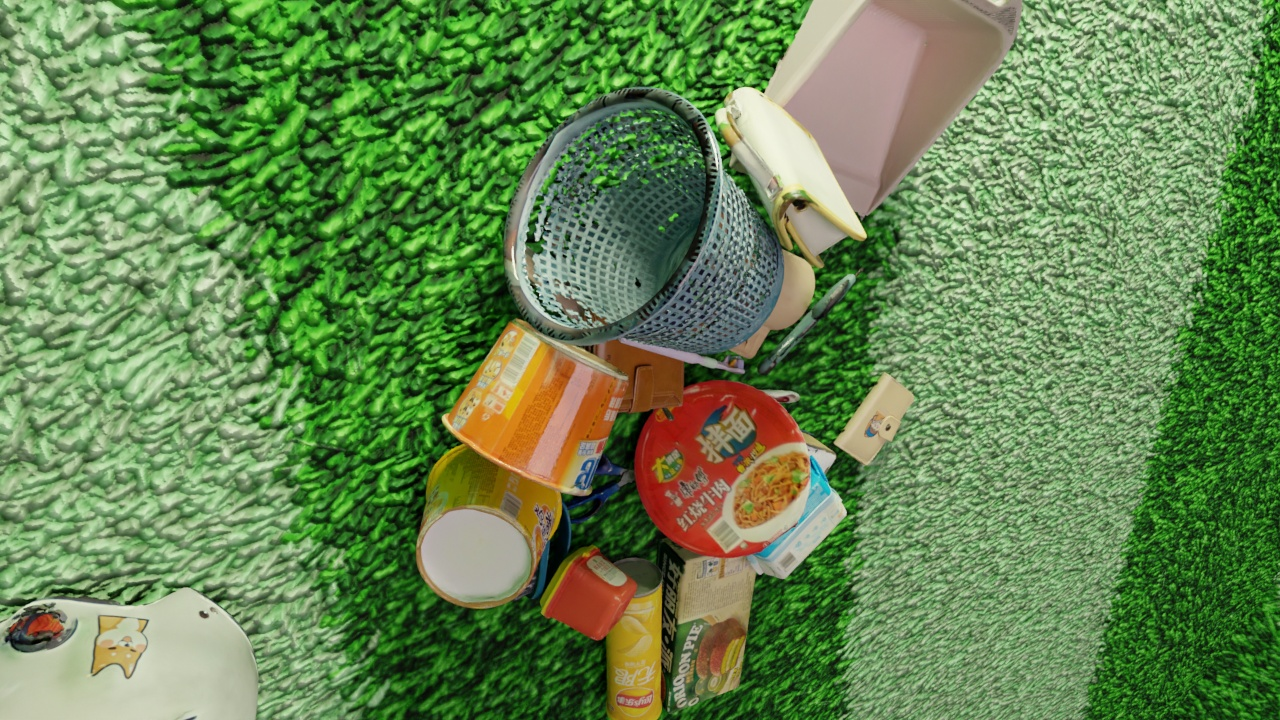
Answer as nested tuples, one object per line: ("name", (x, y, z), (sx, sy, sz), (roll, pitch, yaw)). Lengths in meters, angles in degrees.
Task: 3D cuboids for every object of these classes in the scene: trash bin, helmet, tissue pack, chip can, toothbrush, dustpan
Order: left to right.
("helmet", (-0.455, 0.323, 0.760), (0.273, 0.157, 0.230), (-1, 113, -32))
("chip can", (-0.008, 0.345, 1.111), (0.072, 0.072, 0.214), (-14, 120, -27))
("trash bin", (0.022, -0.099, 0.833), (0.195, 0.226, 0.226), (24, 99, -51))
("toothbrush", (0.045, -0.009, 0.951), (0.189, 0.029, 0.021), (13, 121, -46))
("toothbrush", (0.118, 0.042, 1.072), (0.187, 0.017, 0.016), (4, 111, -33))
("tissue pack", (0.170, 0.183, 1.074), (0.140, 0.063, 0.090), (-44, 128, -5))
("dustpan", (0.247, -0.271, 0.918), (0.222, 0.139, 0.274), (7, 109, -34))

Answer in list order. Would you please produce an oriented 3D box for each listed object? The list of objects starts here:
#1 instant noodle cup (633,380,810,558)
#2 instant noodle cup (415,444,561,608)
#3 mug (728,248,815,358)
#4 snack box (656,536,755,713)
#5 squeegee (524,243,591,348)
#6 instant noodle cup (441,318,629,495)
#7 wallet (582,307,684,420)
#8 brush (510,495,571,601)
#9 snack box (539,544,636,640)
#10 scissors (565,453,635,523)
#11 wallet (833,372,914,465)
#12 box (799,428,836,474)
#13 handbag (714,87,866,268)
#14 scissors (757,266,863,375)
("instant noodle cup", (0.093, 0.117, 1.010), (0.194, 0.194, 0.065), (-62, 166, 8))
("instant noodle cup", (-0.147, 0.159, 0.869), (0.138, 0.109, 0.138), (0, 111, 0))
("mug", (0.108, -0.070, 0.970), (0.103, 0.084, 0.125), (21, 106, -36))
("snack box", (0.077, 0.324, 1.160), (0.114, 0.063, 0.240), (-11, 119, -28))
("squeegee", (-0.104, 0.051, 0.923), (0.249, 0.040, 0.247), (-52, 130, 1))
("instant noodle cup", (-0.086, 0.038, 0.827), (0.151, 0.151, 0.111), (25, 94, -38))
("wallet", (-0.006, 0.005, 0.940), (0.130, 0.035, 0.119), (-4, 94, -43))
("brush", (-0.110, 0.190, 0.978), (0.073, 0.055, 0.144), (-5, 115, -29))
("snack box", (-0.053, 0.253, 1.001), (0.082, 0.080, 0.091), (-62, 167, 9))
("scissors", (-0.025, 0.137, 1.034), (0.165, 0.012, 0.157), (37, 89, -40))
("wallet", (0.313, 0.081, 1.215), (0.087, 0.024, 0.115), (32, 93, -40))
("box", (0.159, 0.119, 1.114), (0.184, 0.059, 0.090), (22, 101, -40))
("handbag", (0.116, -0.178, 0.835), (0.063, 0.163, 0.178), (-38, 139, 25))
("scissors", (0.194, -0.050, 1.012), (0.170, 0.019, 0.180), (-45, 173, -3))
